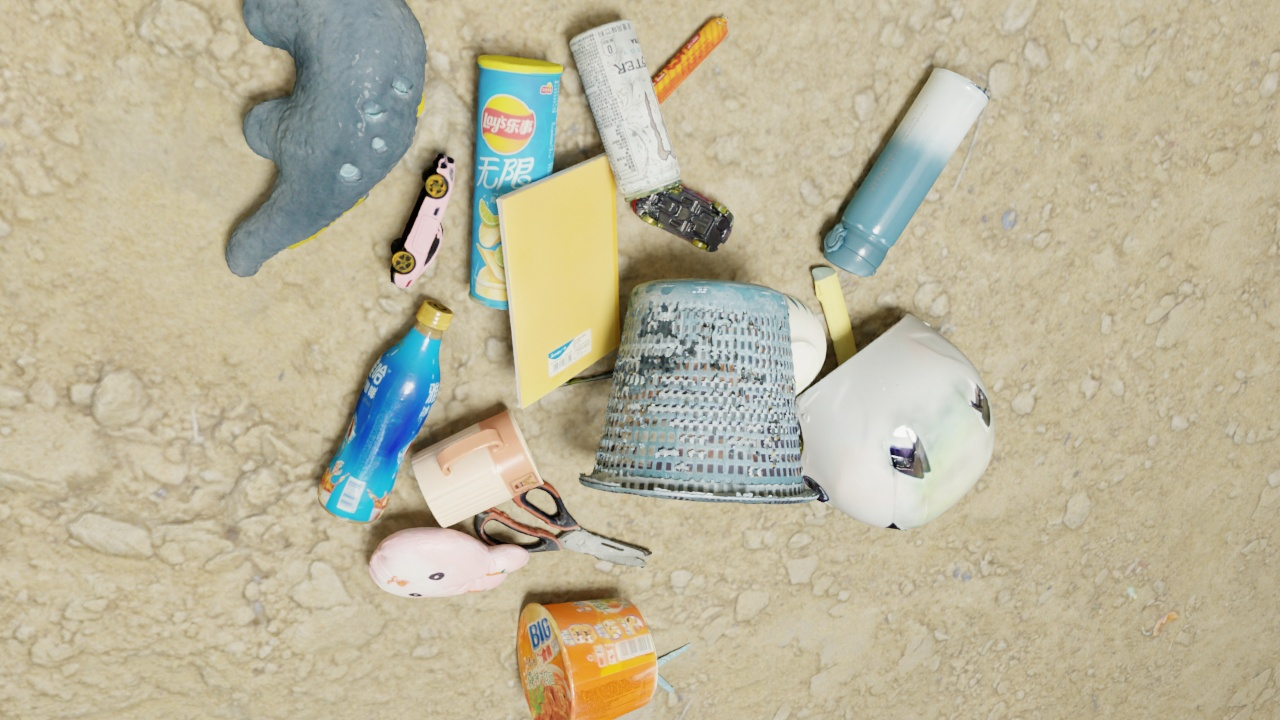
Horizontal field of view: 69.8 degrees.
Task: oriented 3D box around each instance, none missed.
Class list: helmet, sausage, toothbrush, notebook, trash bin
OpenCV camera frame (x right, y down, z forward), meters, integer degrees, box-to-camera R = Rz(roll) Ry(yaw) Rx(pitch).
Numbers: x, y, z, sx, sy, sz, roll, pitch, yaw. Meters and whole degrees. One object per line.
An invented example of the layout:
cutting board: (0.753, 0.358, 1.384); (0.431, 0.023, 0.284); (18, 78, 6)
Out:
helmet: (0.301, 0.092, 1.014); (0.228, 0.146, 0.259); (-31, 130, -16)
sausage: (0.022, -0.253, 0.839); (0.165, 0.021, 0.021); (-46, 121, 2)
toothbrush: (-0.006, 0.006, 0.952); (0.185, 0.012, 0.017); (-10, 105, -17)
notebook: (-0.068, -0.073, 0.838); (0.145, 0.010, 0.207); (-35, 135, -41)
trash bin: (0.060, 0.028, 0.874); (0.226, 0.227, 0.195); (5, 86, -24)

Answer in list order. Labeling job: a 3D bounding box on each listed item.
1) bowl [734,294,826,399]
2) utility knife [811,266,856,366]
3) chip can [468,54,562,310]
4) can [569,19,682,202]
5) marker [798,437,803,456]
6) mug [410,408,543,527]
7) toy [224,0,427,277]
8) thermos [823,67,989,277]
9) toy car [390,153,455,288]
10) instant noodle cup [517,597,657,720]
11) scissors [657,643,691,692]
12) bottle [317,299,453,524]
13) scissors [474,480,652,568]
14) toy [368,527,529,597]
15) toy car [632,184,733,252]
bowl: (0.149, -0.006, 0.976); (0.116, 0.066, 0.117); (-8, 116, -18)
utility knife: (0.219, -0.038, 1.018); (0.031, 0.018, 0.163); (-25, 118, -5)
chip can: (-0.112, -0.154, 0.803); (0.071, 0.071, 0.210); (-2, 114, -21)
can: (-0.012, -0.217, 0.800); (0.058, 0.058, 0.147); (-22, 103, -11)
marker: (0.198, 0.126, 1.085); (0.018, 0.015, 0.124); (-34, 122, -1)
mug: (-0.159, 0.100, 0.881); (0.106, 0.081, 0.115); (-25, 161, -7)
toy: (-0.240, -0.220, 0.720); (0.138, 0.091, 0.357); (17, 107, 2)
thermos: (0.267, -0.187, 0.941); (0.070, 0.070, 0.221); (26, 101, -29)
toy car: (-0.187, -0.119, 0.798); (0.037, 0.056, 0.122); (20, 104, -24)
instant noodle cup: (-0.057, 0.332, 1.008); (0.111, 0.151, 0.151); (-6, 115, -29)
scissors: (0.003, 0.375, 1.122); (0.133, 0.017, 0.136); (-25, 118, -14)
bottle: (-0.231, 0.046, 0.851); (0.065, 0.065, 0.219); (20, 103, -28)
scissors: (-0.074, 0.181, 1.002); (0.206, 0.015, 0.194); (-15, 117, -15)
toy: (-0.194, 0.207, 0.932); (0.159, 0.054, 0.122); (12, 141, -32)
toy car: (0.043, -0.143, 0.891); (0.106, 0.031, 0.049); (21, 104, -27)
